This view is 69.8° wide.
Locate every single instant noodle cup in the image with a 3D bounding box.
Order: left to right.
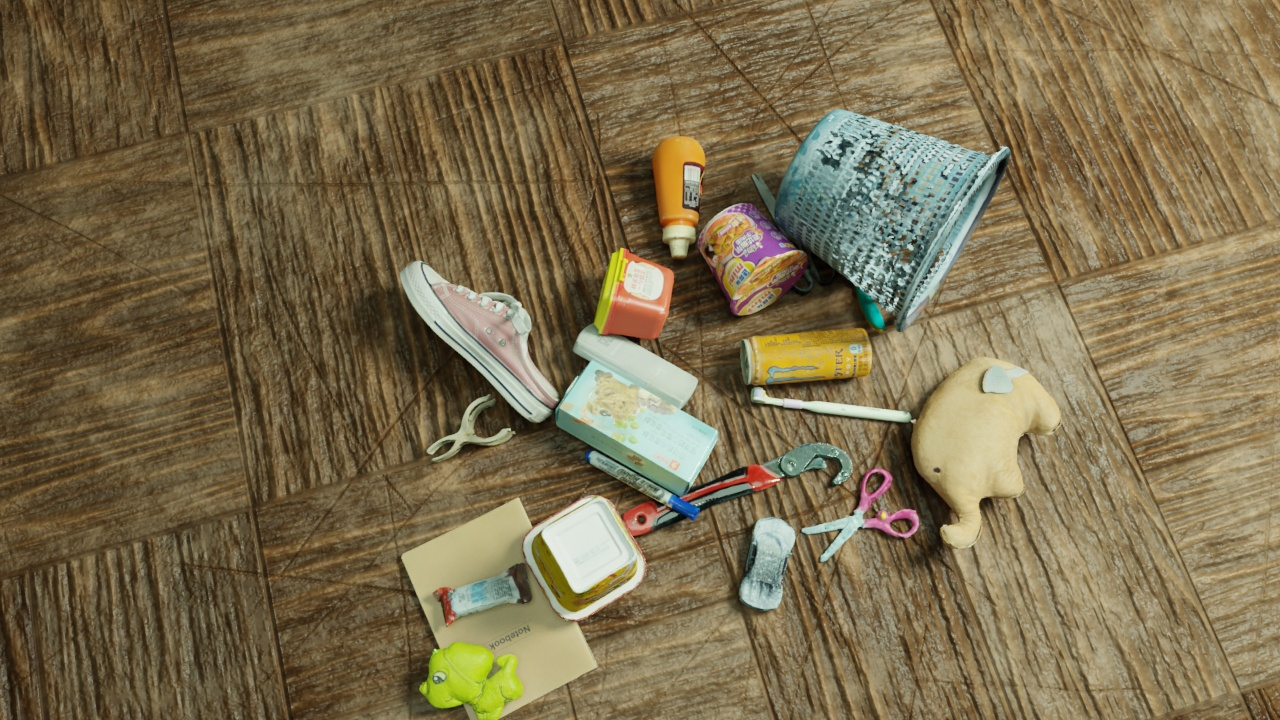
[{"bbox_3d":[-0.058,0.204,0.974,0.116,0.124,0.116,-29,77,-14],"label":"instant noodle cup"},{"bbox_3d":[0.128,-0.126,1.091,0.111,0.112,0.099,-28,67,-9],"label":"instant noodle cup"}]

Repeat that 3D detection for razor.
[{"bbox_3d":[0.272,-0.091,1.118,0.043,0.028,0.132,-8,68,-16],"label":"razor"}]

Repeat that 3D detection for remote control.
[{"bbox_3d":[-0.006,0.006,1.078,0.150,0.021,0.058,29,35,8],"label":"remote control"}]

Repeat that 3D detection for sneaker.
[{"bbox_3d":[-0.172,-0.038,1.058,0.241,0.118,0.088,45,95,5],"label":"sneaker"}]

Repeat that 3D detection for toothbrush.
[{"bbox_3d":[0.225,0.054,1.081,0.189,0.029,0.020,9,116,0],"label":"toothbrush"}]

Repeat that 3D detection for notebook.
[{"bbox_3d":[-0.158,0.277,1.016,0.147,0.008,0.207,-26,76,-8],"label":"notebook"}]

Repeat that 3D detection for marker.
[{"bbox_3d":[0.001,0.140,1.042,0.146,0.017,0.016,27,75,17],"label":"marker"}]

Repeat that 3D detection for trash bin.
[{"bbox_3d":[0.270,-0.176,1.039,0.195,0.227,0.226,33,75,19],"label":"trash bin"}]

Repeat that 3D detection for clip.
[{"bbox_3d":[-0.198,0.074,1.063,0.102,0.035,0.095,-7,78,5],"label":"clip"}]

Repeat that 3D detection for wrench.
[{"bbox_3d":[0.111,0.147,1.054,0.273,0.016,0.056,-15,70,-6],"label":"wrench"}]

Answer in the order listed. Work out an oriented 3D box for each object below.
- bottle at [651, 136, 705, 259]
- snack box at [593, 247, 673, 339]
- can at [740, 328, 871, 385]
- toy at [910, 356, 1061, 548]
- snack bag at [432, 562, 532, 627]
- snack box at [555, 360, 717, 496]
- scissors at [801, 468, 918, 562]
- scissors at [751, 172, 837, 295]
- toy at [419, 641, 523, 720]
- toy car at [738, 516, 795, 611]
[{"bbox_3d":[0.047,-0.198,1.133,0.067,0.067,0.149,0,81,-1],"label":"bottle"},{"bbox_3d":[-0.006,-0.075,1.080,0.080,0.082,0.091,14,54,-5],"label":"snack box"},{"bbox_3d":[0.194,-0.004,1.077,0.146,0.058,0.058,-5,74,-2],"label":"can"},{"bbox_3d":[0.373,0.101,1.039,0.143,0.082,0.225,29,78,20],"label":"toy"},{"bbox_3d":[-0.172,0.256,1.003,0.105,0.026,0.045,-16,65,-7],"label":"snack bag"},{"bbox_3d":[-0.005,0.077,1.047,0.175,0.052,0.074,29,61,8],"label":"snack box"},{"bbox_3d":[0.247,0.174,1.050,0.135,0.017,0.108,-10,75,0],"label":"scissors"},{"bbox_3d":[0.192,-0.166,1.151,0.133,0.014,0.175,8,71,3],"label":"scissors"},{"bbox_3d":[-0.179,0.338,0.977,0.096,0.031,0.100,-43,83,-11],"label":"toy"},{"bbox_3d":[0.142,0.225,1.024,0.049,0.031,0.105,15,73,3],"label":"toy car"}]
